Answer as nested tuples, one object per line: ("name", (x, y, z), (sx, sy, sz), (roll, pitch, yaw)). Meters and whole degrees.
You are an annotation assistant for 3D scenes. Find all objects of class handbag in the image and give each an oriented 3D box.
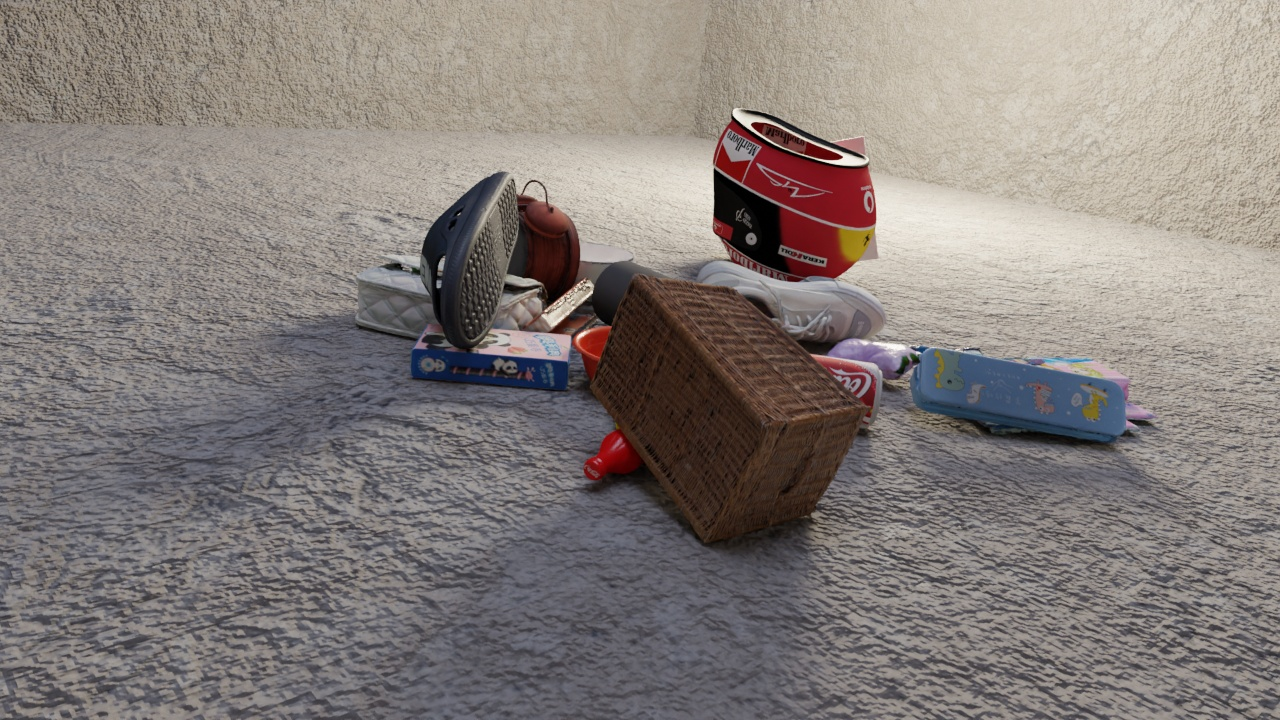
("handbag", (-0.217, -0.073, 1.048), (0.195, 0.072, 0.138), (12, 20, 15))

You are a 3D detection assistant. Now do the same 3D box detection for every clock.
("clock", (-0.137, -0.149, 1.166), (0.072, 0.158, 0.121), (-2, 20, -38))

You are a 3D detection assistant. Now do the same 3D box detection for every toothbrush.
("toothbrush", (0.336, -0.010, 1.127), (0.189, 0.016, 0.017), (2, 29, -11))

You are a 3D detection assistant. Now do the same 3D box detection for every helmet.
("helmet", (0.218, -0.226, 1.385), (0.271, 0.225, 0.197), (31, 31, 26))

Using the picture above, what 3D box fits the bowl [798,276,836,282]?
("bowl", (0.245, -0.082, 1.246), (0.110, 0.055, 0.110), (6, 18, -2))

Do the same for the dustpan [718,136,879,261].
("dustpan", (0.251, -0.249, 1.506), (0.258, 0.191, 0.053), (-5, 14, 23))

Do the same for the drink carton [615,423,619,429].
("drink carton", (0.044, 0.044, 0.839), (0.134, 0.043, 0.058), (6, 17, -3))

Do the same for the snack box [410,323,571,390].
("snack box", (-0.148, -0.005, 0.932), (0.154, 0.033, 0.088), (5, 19, -4))

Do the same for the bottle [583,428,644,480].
("bottle", (-0.008, 0.070, 0.751), (0.036, 0.036, 0.118), (16, 22, 26))

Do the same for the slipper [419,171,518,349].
("slipper", (-0.185, -0.117, 0.951), (0.083, 0.111, 0.267), (1, 36, 5))

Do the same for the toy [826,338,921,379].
("toy", (0.259, 0.001, 1.033), (0.100, 0.036, 0.080), (14, 31, 43))

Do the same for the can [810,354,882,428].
("can", (0.176, 0.028, 0.889), (0.105, 0.064, 0.064), (9, 19, 7))

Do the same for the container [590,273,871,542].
("container", (0.063, 0.030, 0.707), (0.112, 0.114, 0.198), (-3, 38, -37))

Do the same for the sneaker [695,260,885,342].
("sneaker", (0.183, -0.049, 1.102), (0.242, 0.090, 0.090), (11, 44, -12))

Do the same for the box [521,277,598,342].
("box", (-0.090, -0.041, 1.066), (0.056, 0.064, 0.187), (-26, 10, 24))

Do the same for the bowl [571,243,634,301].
("bowl", (-0.067, -0.117, 1.234), (0.113, 0.063, 0.113), (5, 19, -2))

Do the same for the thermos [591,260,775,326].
("thermos", (0.046, -0.044, 1.029), (0.082, 0.082, 0.240), (-9, 24, -36))

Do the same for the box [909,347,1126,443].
("box", (0.378, 0.031, 0.912), (0.210, 0.059, 0.068), (10, 37, 1))

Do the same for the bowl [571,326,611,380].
("bowl", (-0.005, 0.005, 0.926), (0.130, 0.045, 0.130), (5, 19, -2))

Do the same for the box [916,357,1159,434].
("box", (0.438, 0.035, 0.998), (0.230, 0.035, 0.159), (1, 19, -13))
